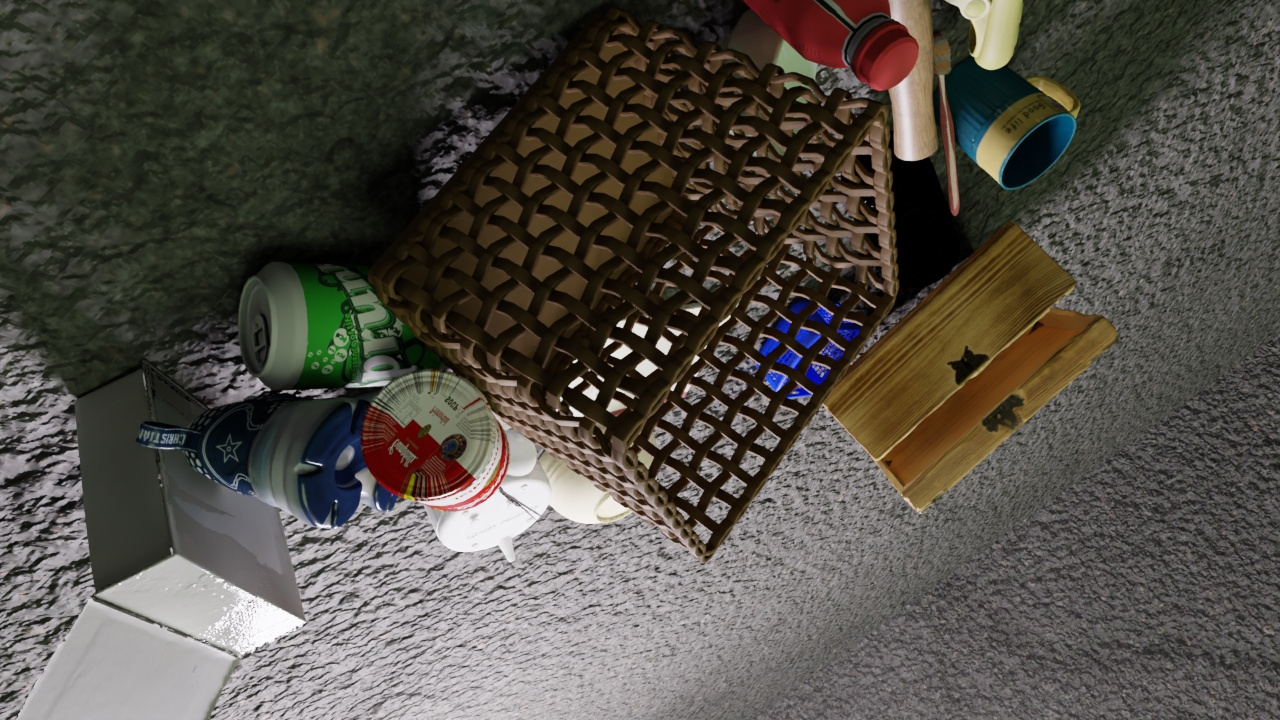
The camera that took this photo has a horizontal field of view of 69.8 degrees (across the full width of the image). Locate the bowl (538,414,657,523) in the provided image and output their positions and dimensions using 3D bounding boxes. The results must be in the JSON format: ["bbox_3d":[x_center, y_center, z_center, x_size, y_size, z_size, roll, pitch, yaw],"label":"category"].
[{"bbox_3d":[-0.038,0.133,1.032,0.150,0.075,0.151,-24,147,-17],"label":"bowl"}]

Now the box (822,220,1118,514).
[{"bbox_3d":[0.352,0.007,1.058,0.279,0.168,0.245,-45,174,7],"label":"box"}]

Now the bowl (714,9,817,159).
[{"bbox_3d":[0.086,-0.207,0.679,0.117,0.061,0.118,-51,150,-45],"label":"bowl"}]

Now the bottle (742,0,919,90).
[{"bbox_3d":[0.106,-0.231,0.573,0.062,0.176,0.062,-23,147,-17],"label":"bottle"}]

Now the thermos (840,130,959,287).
[{"bbox_3d":[0.255,-0.150,0.903,0.086,0.086,0.198,-39,148,9],"label":"thermos"}]

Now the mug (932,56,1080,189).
[{"bbox_3d":[0.349,-0.231,0.860,0.113,0.107,0.083,-26,146,-11],"label":"mug"}]

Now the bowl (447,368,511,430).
[{"bbox_3d":[-0.135,0.015,0.807,0.104,0.054,0.105,-22,145,-16],"label":"bowl"}]

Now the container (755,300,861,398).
[{"bbox_3d":[0.191,-0.016,1.053,0.096,0.058,0.114,-4,138,-39],"label":"container"}]

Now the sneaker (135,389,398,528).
[{"bbox_3d":[-0.253,0.059,0.690,0.132,0.103,0.269,10,179,1],"label":"sneaker"}]

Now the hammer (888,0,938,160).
[{"bbox_3d":[0.201,-0.262,0.679,0.132,0.040,0.305,-9,147,16],"label":"hammer"}]

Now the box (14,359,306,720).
[{"bbox_3d":[-0.318,0.242,0.588,0.119,0.477,0.166,-8,148,8],"label":"box"}]

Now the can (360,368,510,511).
[{"bbox_3d":[-0.141,0.060,0.649,0.086,0.086,0.116,-29,170,-8],"label":"can"}]

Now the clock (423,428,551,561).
[{"bbox_3d":[-0.154,0.144,0.944,0.125,0.073,0.161,-23,147,-17],"label":"clock"}]

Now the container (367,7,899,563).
[{"bbox_3d":[0.011,-0.049,0.626,0.251,0.214,0.220,-52,151,-12],"label":"container"}]

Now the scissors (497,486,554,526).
[{"bbox_3d":[-0.147,0.103,0.834,0.012,0.163,0.154,-58,166,-24],"label":"scissors"}]

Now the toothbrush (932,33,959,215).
[{"bbox_3d":[0.285,-0.212,0.852,0.015,0.015,0.184,-14,127,9],"label":"toothbrush"}]

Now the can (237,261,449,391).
[{"bbox_3d":[-0.205,-0.024,0.657,0.139,0.087,0.088,-2,136,-41],"label":"can"}]

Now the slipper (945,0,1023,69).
[{"bbox_3d":[0.256,-0.313,0.706,0.082,0.091,0.191,1,142,18],"label":"slipper"}]

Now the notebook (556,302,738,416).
[{"bbox_3d":[-0.006,0.005,0.937,0.208,0.012,0.153,-12,142,-38],"label":"notebook"}]
